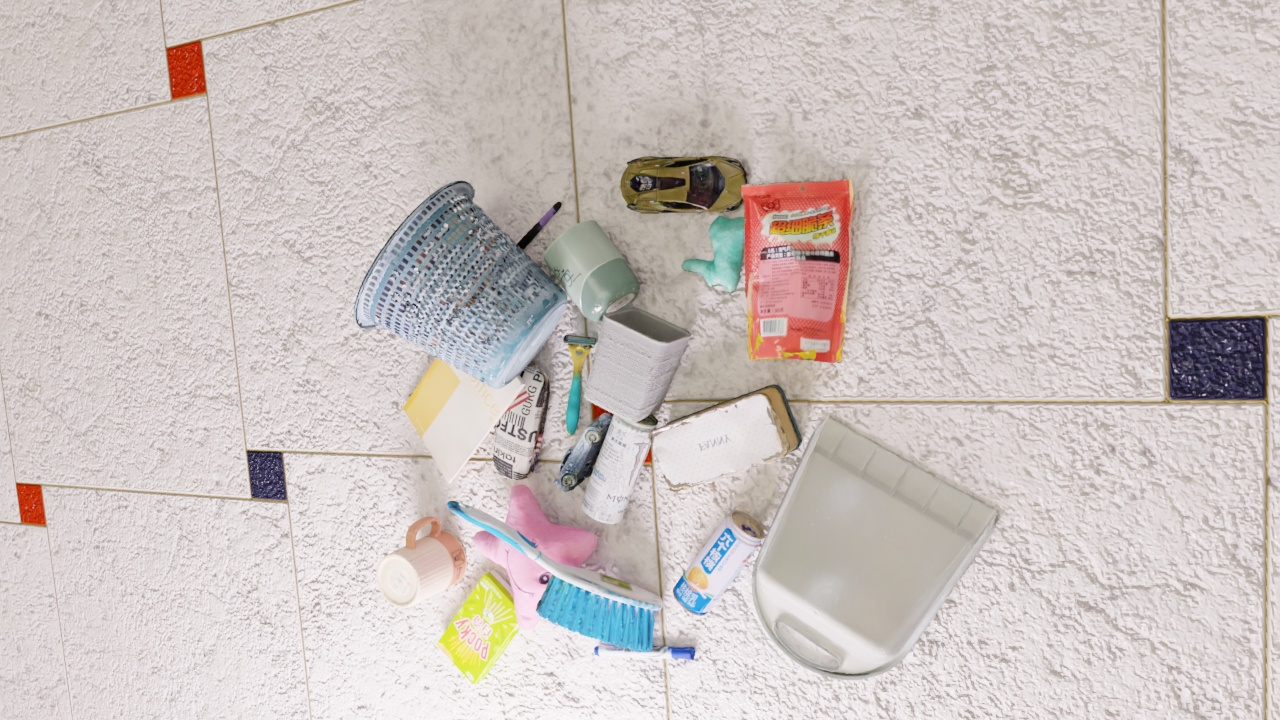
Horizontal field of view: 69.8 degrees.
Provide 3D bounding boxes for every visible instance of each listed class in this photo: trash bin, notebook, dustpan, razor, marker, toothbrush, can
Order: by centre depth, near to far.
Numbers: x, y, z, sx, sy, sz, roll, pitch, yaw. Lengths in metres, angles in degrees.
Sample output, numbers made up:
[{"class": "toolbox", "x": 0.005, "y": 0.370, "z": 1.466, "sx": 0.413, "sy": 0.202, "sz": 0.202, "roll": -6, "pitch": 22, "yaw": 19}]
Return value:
[{"class": "dustpan", "x": 0.248, "y": 0.242, "z": 1.081, "sx": 0.223, "sy": 0.143, "sz": 0.257, "roll": 31, "pitch": 80, "yaw": 20}, {"class": "can", "x": 0.096, "y": 0.250, "z": 1.131, "sx": 0.053, "sy": 0.053, "sz": 0.135, "roll": 39, "pitch": 112, "yaw": 17}, {"class": "trash bin", "x": -0.209, "y": -0.076, "z": 1.151, "sx": 0.195, "sy": 0.226, "sz": 0.227, "roll": 37, "pitch": 112, "yaw": 2}, {"class": "can", "x": -0.027, "y": 0.134, "z": 1.174, "sx": 0.058, "sy": 0.058, "sz": 0.147, "roll": 27, "pitch": 108, "yaw": 21}, {"class": "razor", "x": -0.085, "y": 0.033, "z": 1.207, "sx": 0.043, "sy": 0.028, "sz": 0.132, "roll": 5, "pitch": 97, "yaw": -6}, {"class": "marker", "x": 0.004, "y": 0.386, "z": 1.216, "sx": 0.146, "sy": 0.016, "sz": 0.017, "roll": -8, "pitch": 93, "yaw": 27}, {"class": "toothbrush", "x": -0.169, "y": -0.147, "z": 1.232, "sx": 0.189, "sy": 0.016, "sz": 0.014, "roll": -43, "pitch": 84, "yaw": 23}, {"class": "notebook", "x": -0.250, "y": 0.051, "z": 1.275, "sx": 0.207, "sy": 0.010, "sz": 0.146, "roll": -50, "pitch": 64, "yaw": 27}]

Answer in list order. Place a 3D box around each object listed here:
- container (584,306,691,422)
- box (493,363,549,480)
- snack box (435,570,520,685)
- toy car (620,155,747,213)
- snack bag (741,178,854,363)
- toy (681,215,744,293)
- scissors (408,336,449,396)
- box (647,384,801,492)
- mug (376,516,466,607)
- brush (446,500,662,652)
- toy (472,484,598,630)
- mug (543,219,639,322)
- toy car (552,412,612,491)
[{"class": "container", "x": -0.007, "y": 0.007, "z": 1.133, "sx": 0.090, "sy": 0.090, "sz": 0.114, "roll": 26, "pitch": 110, "yaw": 22}, {"class": "box", "x": -0.164, "y": 0.084, "z": 1.239, "sx": 0.070, "sy": 0.055, "sz": 0.164, "roll": 23, "pitch": 108, "yaw": 45}, {"class": "snack box", "x": -0.227, "y": 0.386, "z": 1.325, "sx": 0.086, "sy": 0.026, "sz": 0.157, "roll": 42, "pitch": 113, "yaw": 16}, {"class": "toy car", "x": 0.051, "y": -0.212, "z": 1.102, "sx": 0.158, "sy": 0.042, "sz": 0.070, "roll": 3, "pitch": 98, "yaw": 23}, {"class": "snack bag", "x": 0.177, "y": -0.101, "z": 1.043, "sx": 0.129, "sy": 0.073, "sz": 0.208, "roll": 1, "pitch": 92, "yaw": 19}, {"class": "toy", "x": 0.097, "y": -0.127, "z": 1.094, "sx": 0.096, "sy": 0.030, "sz": 0.092, "roll": 9, "pitch": 99, "yaw": 21}, {"class": "scissors", "x": -0.266, "y": 0.017, "z": 1.303, "sx": 0.178, "sy": 0.014, "sz": 0.159, "roll": 3, "pitch": 98, "yaw": 27}, {"class": "box", "x": 0.105, "y": 0.093, "z": 1.105, "sx": 0.185, "sy": 0.060, "sz": 0.090, "roll": -20, "pitch": 88, "yaw": 25}, {"class": "mug", "x": -0.311, "y": 0.283, "z": 1.308, "sx": 0.082, "sy": 0.105, "sz": 0.114, "roll": 8, "pitch": 100, "yaw": 25}, {"class": "brush", "x": -0.113, "y": 0.275, "z": 1.167, "sx": 0.314, "sy": 0.060, "sz": 0.109, "roll": 21, "pitch": 98, "yaw": -11}, {"class": "toy", "x": -0.132, "y": 0.258, "z": 1.233, "sx": 0.179, "sy": 0.074, "sz": 0.194, "roll": -27, "pitch": 90, "yaw": 22}, {"class": "mug", "x": -0.063, "y": -0.102, "z": 1.155, "sx": 0.106, "sy": 0.082, "sz": 0.112, "roll": 54, "pitch": 145, "yaw": 10}, {"class": "toy car", "x": -0.073, "y": 0.119, "z": 1.197, "sx": 0.037, "sy": 0.054, "sz": 0.121, "roll": 37, "pitch": 111, "yaw": 16}]
